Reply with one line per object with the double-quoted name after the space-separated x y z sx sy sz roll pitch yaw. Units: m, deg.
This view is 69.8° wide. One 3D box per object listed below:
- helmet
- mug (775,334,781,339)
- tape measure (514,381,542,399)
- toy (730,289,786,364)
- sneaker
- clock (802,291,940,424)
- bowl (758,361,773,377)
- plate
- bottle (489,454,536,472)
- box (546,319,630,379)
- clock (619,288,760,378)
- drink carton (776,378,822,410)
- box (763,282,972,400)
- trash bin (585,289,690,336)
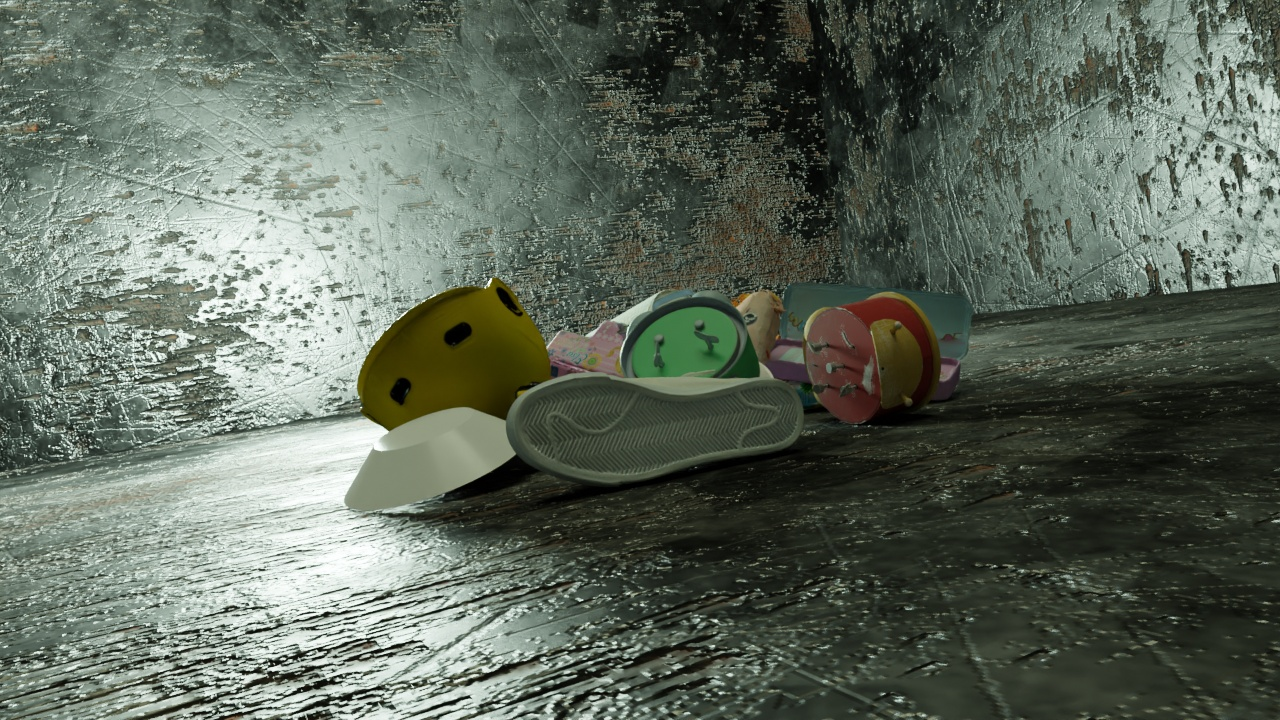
-0.183 0.028 0.987 0.209 0.139 0.240 -44 -8 0 "helmet"
0.148 0.012 1.253 0.105 0.082 0.082 -9 2 24 "mug"
-0.085 0.038 0.889 0.072 0.042 0.071 -11 5 11 "tape measure"
0.058 -0.025 1.093 0.065 0.195 0.265 23 -48 -35 "toy"
0.007 0.053 0.744 0.242 0.089 0.091 -3 -5 -21 "sneaker"
0.200 0.000 0.873 0.081 0.117 0.159 -13 7 -25 "clock"
0.076 0.022 0.909 0.110 0.040 0.109 -12 45 12 "bowl"
-0.190 0.078 0.833 0.174 0.036 0.173 -16 14 4 "plate"
-0.142 0.091 0.888 0.110 0.036 0.036 -7 2 32 "bottle"
-0.006 0.004 1.035 0.231 0.091 0.084 17 9 38 "box"
0.043 -0.013 0.871 0.122 0.075 0.161 -20 43 7 "clock"
0.187 0.033 1.032 0.128 0.039 0.044 -9 22 -11 "drink carton"
0.247 -0.019 1.011 0.214 0.139 0.062 8 -31 29 "box"
0.009 -0.017 1.276 0.133 0.133 0.162 -10 -17 -43 "trash bin"
